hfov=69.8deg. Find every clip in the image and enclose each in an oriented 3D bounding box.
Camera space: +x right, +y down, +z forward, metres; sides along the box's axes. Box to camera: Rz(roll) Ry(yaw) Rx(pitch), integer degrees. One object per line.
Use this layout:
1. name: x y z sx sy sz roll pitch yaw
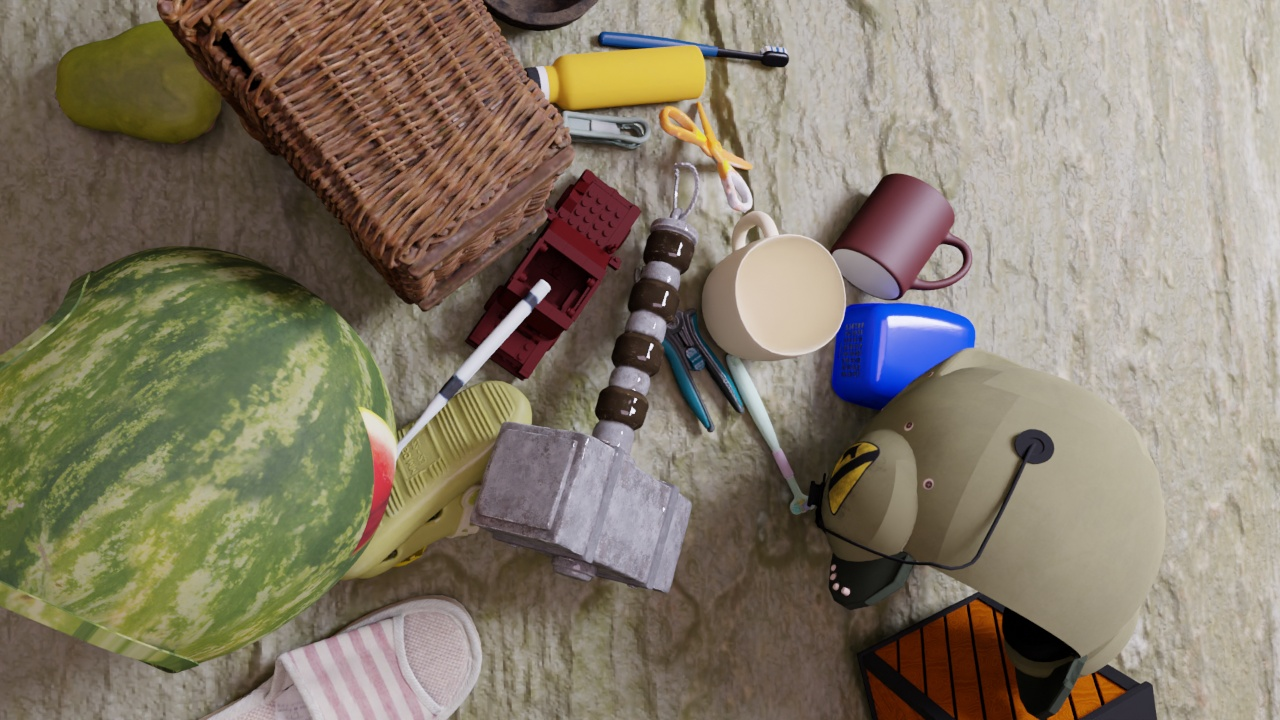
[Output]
1. clip: -0.030 -0.187 0.746 0.076 0.044 0.023 1 90 -16

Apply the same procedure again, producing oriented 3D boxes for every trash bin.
1. trash bin: 0.295 0.306 0.741 0.139 0.172 0.140 -21 107 -15

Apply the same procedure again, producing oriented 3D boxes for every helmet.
1. helmet: -0.275 0.054 0.572 0.243 0.214 0.246 21 63 7
2. helmet: 0.259 0.113 0.694 0.250 0.256 0.232 31 81 -10

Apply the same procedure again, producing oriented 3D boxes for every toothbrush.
1. toothbrush: 0.109 0.063 0.788 0.022 0.015 0.155 -24 97 17
2. toothbrush: -0.132 0.011 0.664 0.186 0.017 0.012 -48 135 -6
3. toothbrush: 0.047 -0.264 0.774 0.167 0.014 0.014 2 55 -14

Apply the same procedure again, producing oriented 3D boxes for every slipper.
1. slipper: -0.239 0.261 0.667 0.262 0.052 0.115 -27 97 -14
2. slipper: -0.155 0.094 0.687 0.190 0.091 0.081 -38 138 -4

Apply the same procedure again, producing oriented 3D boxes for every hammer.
1. hammer: -0.004 0.005 0.697 0.177 0.080 0.325 41 61 -54

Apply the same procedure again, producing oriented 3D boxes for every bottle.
1. bottle: -0.022 -0.227 0.740 0.143 0.043 0.043 -10 92 -16

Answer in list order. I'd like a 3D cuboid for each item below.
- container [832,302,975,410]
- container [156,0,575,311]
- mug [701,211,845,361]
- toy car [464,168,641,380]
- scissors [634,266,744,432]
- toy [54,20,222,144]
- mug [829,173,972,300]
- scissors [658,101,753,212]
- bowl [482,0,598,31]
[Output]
1. container: 0.233 -0.003 0.801 0.114 0.058 0.096 7 87 -16
2. container: -0.149 -0.147 0.588 0.162 0.250 0.183 -38 95 -9
3. mug: 0.097 -0.058 0.742 0.096 0.100 0.120 -13 91 -18
4. toy car: -0.064 -0.070 0.716 0.070 0.062 0.169 36 80 -13
5. scissors: 0.043 -0.011 0.769 0.145 0.019 0.133 13 83 -14
6. toy: -0.351 -0.196 0.642 0.110 0.051 0.090 -3 87 -13
7. mug: 0.229 -0.097 0.787 0.106 0.073 0.082 35 79 13
8. scissors: 0.060 -0.167 0.744 0.125 0.011 0.131 5 56 -51
9. bowl: -0.086 -0.312 0.716 0.121 0.056 0.121 0 89 -16
